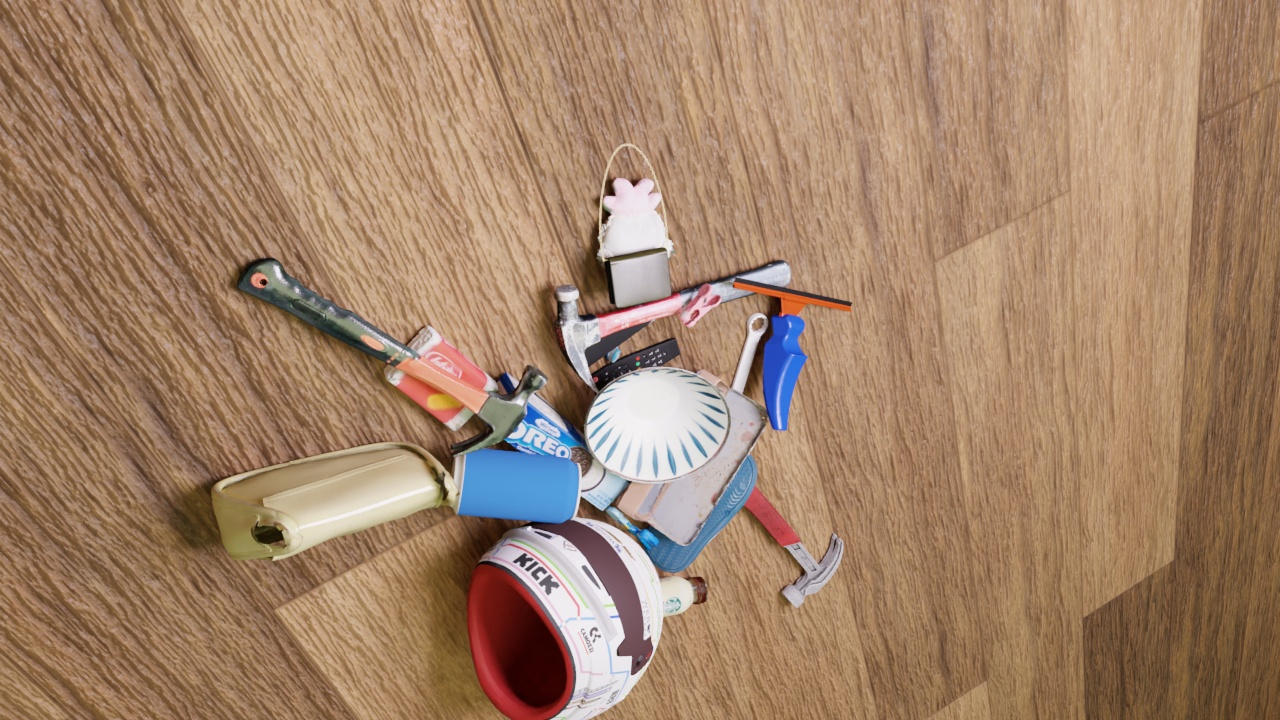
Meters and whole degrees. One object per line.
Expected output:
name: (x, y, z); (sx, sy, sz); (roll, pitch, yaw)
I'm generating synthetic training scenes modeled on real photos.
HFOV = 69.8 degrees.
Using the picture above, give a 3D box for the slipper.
slipper: (0.079, 0.201, 1.281); (0.214, 0.104, 0.059); (-55, 166, 14)

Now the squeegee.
squeegee: (0.189, 0.000, 1.209); (0.249, 0.055, 0.184); (6, 88, -43)

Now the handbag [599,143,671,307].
handbag: (-0.009, -0.153, 1.042); (0.084, 0.027, 0.178); (-14, 110, -20)

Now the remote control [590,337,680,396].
remote control: (-0.007, 0.007, 1.178); (0.124, 0.010, 0.039); (-26, 124, -12)

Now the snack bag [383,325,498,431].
snack bag: (-0.230, 0.023, 1.063); (0.077, 0.036, 0.116); (-44, 125, 1)

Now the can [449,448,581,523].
can: (-0.148, 0.147, 1.081); (0.146, 0.079, 0.079); (8, 112, -14)

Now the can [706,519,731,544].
can: (0.086, 0.245, 1.326); (0.106, 0.044, 0.044); (-45, 125, 1)

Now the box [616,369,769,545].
box: (0.070, 0.129, 1.205); (0.216, 0.096, 0.105); (-58, 153, -1)

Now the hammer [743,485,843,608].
hammer: (0.214, 0.257, 1.398); (0.126, 0.036, 0.316); (-43, 127, -4)

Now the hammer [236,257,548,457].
hammer: (-0.271, -0.010, 0.993); (0.333, 0.033, 0.133); (33, 98, -22)

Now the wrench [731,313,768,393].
wrench: (0.128, 0.062, 1.273); (0.047, 0.009, 0.274); (4, 113, -27)

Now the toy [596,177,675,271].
toy: (-0.009, -0.162, 1.073); (0.095, 0.041, 0.109); (-11, 113, -22)

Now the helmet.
helmet: (-0.084, 0.314, 1.162); (0.235, 0.231, 0.315); (-29, 144, -42)

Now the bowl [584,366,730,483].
bowl: (0.018, 0.063, 1.129); (0.177, 0.070, 0.178); (-2, 124, -3)

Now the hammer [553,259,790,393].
hammer: (0.048, -0.062, 1.141); (0.325, 0.036, 0.141); (-18, 121, -23)

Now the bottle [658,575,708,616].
bottle: (0.020, 0.348, 1.340); (0.161, 0.056, 0.057); (-4, 117, -24)

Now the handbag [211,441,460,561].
handbag: (-0.333, 0.159, 1.007); (0.232, 0.191, 0.088); (-15, 104, -33)

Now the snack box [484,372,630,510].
snack box: (-0.106, 0.105, 1.154); (0.059, 0.059, 0.226); (-43, 126, 5)

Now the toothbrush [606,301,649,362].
toothbrush: (-0.008, -0.055, 1.142); (0.021, 0.016, 0.132); (19, 107, -37)

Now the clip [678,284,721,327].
clip: (0.074, -0.063, 1.123); (0.058, 0.022, 0.037); (-43, 129, 0)

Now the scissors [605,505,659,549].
scissors: (-0.016, 0.226, 1.235); (0.105, 0.132, 0.019); (40, 75, 1)
